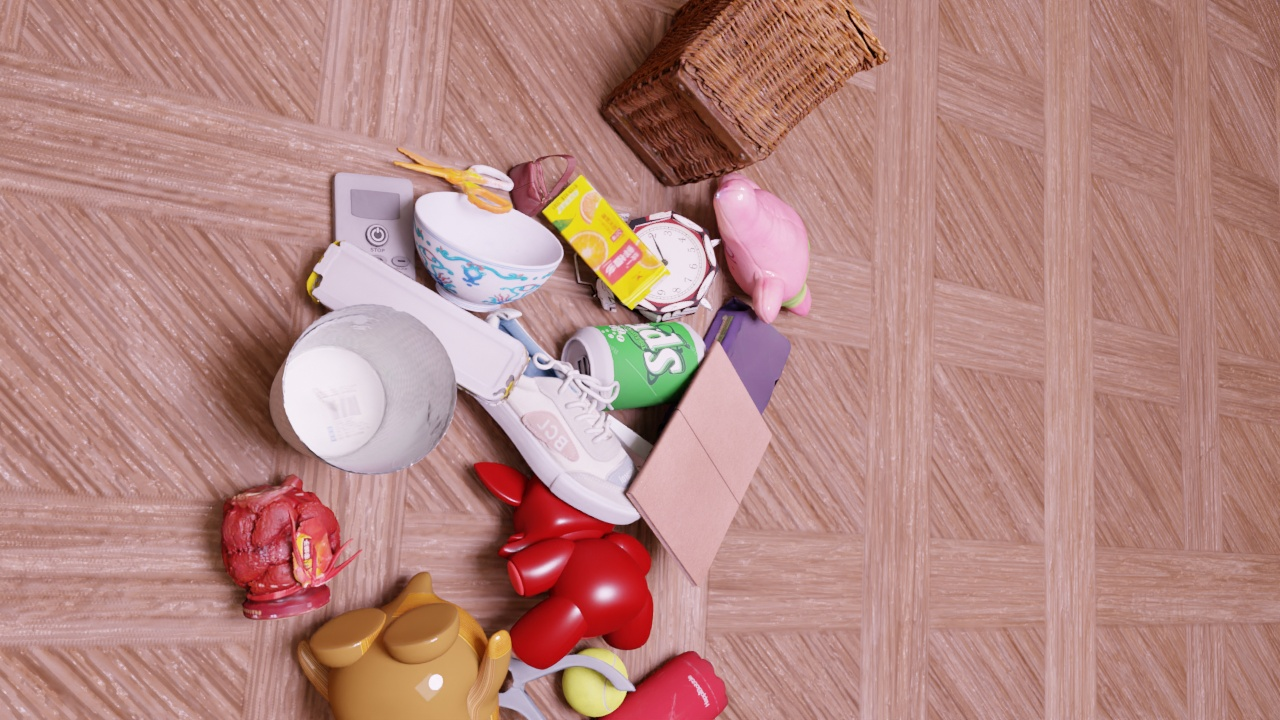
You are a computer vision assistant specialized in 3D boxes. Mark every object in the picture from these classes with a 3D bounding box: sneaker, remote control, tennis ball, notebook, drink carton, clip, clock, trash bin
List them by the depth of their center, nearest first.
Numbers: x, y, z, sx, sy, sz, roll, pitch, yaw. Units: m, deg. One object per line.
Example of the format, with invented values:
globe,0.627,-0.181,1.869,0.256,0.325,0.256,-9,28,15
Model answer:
trash bin,-0.245,0.030,0.772,0.133,0.162,0.133,4,82,-30
clip,-0.095,0.335,0.861,0.167,0.028,0.127,11,72,6
sneaker,-0.071,0.049,0.864,0.242,0.091,0.089,45,30,5
remote control,-0.250,-0.100,0.866,0.074,0.019,0.151,0,85,-30
tennis ball,-0.045,0.320,0.913,0.065,0.065,0.065,4,83,-30
notebook,0.067,0.102,0.930,0.141,0.008,0.208,57,46,-29
drink carton,-0.034,-0.119,0.939,0.058,0.043,0.134,-43,74,6
remote control,0.004,0.107,0.975,0.143,0.050,0.024,37,67,-22
clock,0.005,-0.101,0.991,0.154,0.065,0.114,7,80,0

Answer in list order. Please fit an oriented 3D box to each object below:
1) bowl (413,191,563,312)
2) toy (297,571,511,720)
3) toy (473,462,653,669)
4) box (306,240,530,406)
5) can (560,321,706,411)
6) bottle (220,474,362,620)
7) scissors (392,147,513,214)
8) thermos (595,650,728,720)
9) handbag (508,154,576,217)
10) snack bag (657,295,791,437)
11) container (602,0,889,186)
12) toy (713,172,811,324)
bowl,-0.154,-0.094,0.877,0.143,0.144,0.074,9,120,-29
toy,-0.190,0.309,0.786,0.162,0.199,0.203,-53,134,-69
toy,-0.068,0.183,0.881,0.158,0.121,0.197,1,50,-38
box,-0.199,-0.034,0.819,0.209,0.033,0.064,30,85,3
can,-0.006,0.006,0.958,0.139,0.088,0.088,-5,87,-31
bottle,-0.296,0.154,0.768,0.098,0.099,0.111,-7,92,-31
scissors,-0.182,-0.187,0.908,0.133,0.012,0.096,27,32,-5
thermos,-0.019,0.386,0.917,0.239,0.073,0.073,-29,99,-29
handbag,-0.094,-0.181,0.908,0.029,0.120,0.055,-14,92,-31
snack bag,0.099,0.035,1.034,0.096,0.059,0.205,36,67,-23
container,0.091,-0.294,0.970,0.162,0.250,0.183,46,74,-18
toy,0.132,-0.134,1.023,0.236,0.097,0.191,34,40,-59
